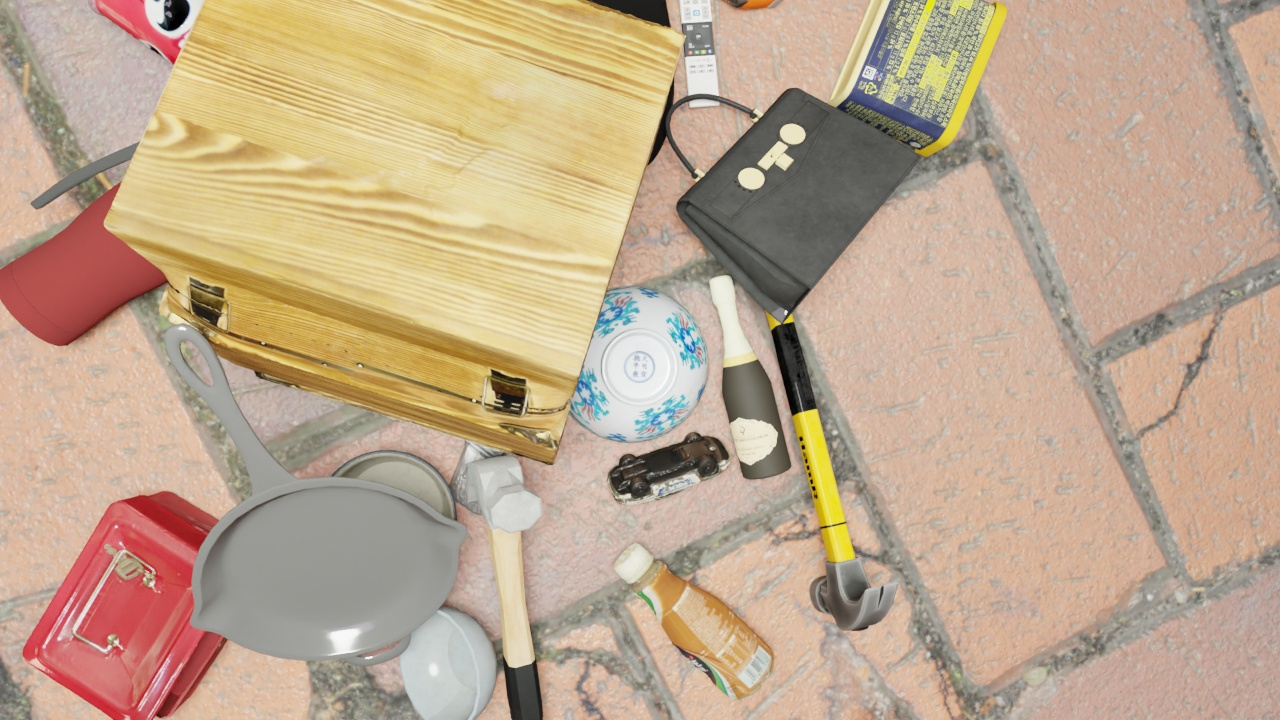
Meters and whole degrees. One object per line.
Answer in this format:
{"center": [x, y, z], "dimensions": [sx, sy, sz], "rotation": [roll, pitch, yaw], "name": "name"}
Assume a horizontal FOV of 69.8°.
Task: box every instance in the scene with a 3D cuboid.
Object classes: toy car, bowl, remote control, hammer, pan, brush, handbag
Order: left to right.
{"center": [-0.255, 0.112, 0.679], "dimensions": [0.216, 0.024, 0.355], "rotation": [-19, 128, -5], "name": "pan"}
{"center": [-0.215, 0.131, 0.791], "dimensions": [0.115, 0.059, 0.115], "rotation": [0, 92, -7], "name": "bowl"}
{"center": [-0.161, 0.262, 0.795], "dimensions": [0.106, 0.039, 0.106], "rotation": [3, 95, 38], "name": "bowl"}
{"center": [-0.133, 0.063, 0.822], "dimensions": [0.039, 0.012, 0.151], "rotation": [21, 91, -8], "name": "brush"}
{"center": [-0.105, 0.240, 0.784], "dimensions": [0.039, 0.131, 0.328], "rotation": [-10, 105, -20], "name": "hammer"}
{"center": [-0.005, 0.005, 0.804], "dimensions": [0.144, 0.074, 0.144], "rotation": [0, 92, -7], "name": "bowl"}
{"center": [0.027, 0.101, 0.827], "dimensions": [0.112, 0.048, 0.040], "rotation": [-18, 125, -6], "name": "toy car"}
{"center": [0.052, -0.292, 0.831], "dimensions": [0.028, 0.012, 0.124], "rotation": [-6, 93, -6], "name": "remote control"}
{"center": [0.107, -0.165, 0.800], "dimensions": [0.196, 0.072, 0.175], "rotation": [40, 67, 5], "name": "handbag"}
{"center": [0.152, 0.075, 0.804], "dimensions": [0.034, 0.170, 0.324], "rotation": [-12, 81, -6], "name": "hammer"}

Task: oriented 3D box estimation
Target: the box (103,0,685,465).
{"center": [-0.158, -0.075, 0.673], "dimensions": [0.279, 0.337, 0.285], "rotation": [18, 75, -4], "name": "box"}

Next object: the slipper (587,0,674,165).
{"center": [-0.038, -0.294, 0.795], "dimensions": [0.108, 0.084, 0.266], "rotation": [-21, 111, -43], "name": "slipper"}

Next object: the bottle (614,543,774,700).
{"center": [0.045, 0.231, 0.825], "dimensions": [0.167, 0.059, 0.059], "rotation": [44, 87, -6], "name": "bottle"}

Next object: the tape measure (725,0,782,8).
{"center": [0.092, -0.345, 0.823], "dimensions": [0.058, 0.038, 0.058], "rotation": [-15, 94, -20], "name": "tape measure"}

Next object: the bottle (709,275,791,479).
{"center": [0.093, 0.013, 0.830], "dimensions": [0.045, 0.045, 0.184], "rotation": [-15, 94, -6], "name": "bottle"}

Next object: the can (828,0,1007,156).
{"center": [0.245, -0.270, 0.824], "dimensions": [0.104, 0.075, 0.135], "rotation": [23, 89, -4], "name": "can"}

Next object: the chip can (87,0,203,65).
{"center": [-0.329, -0.244, 0.760], "dimensions": [0.233, 0.073, 0.073], "rotation": [36, 87, -7], "name": "chip can"}

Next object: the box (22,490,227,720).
{"center": [-0.402, 0.203, 0.763], "dimensions": [0.130, 0.097, 0.157], "rotation": [33, 91, -2], "name": "box"}

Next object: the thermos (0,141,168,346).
{"center": [-0.418, -0.108, 0.744], "dimensions": [0.198, 0.084, 0.108], "rotation": [-35, 114, -2], "name": "thermos"}
